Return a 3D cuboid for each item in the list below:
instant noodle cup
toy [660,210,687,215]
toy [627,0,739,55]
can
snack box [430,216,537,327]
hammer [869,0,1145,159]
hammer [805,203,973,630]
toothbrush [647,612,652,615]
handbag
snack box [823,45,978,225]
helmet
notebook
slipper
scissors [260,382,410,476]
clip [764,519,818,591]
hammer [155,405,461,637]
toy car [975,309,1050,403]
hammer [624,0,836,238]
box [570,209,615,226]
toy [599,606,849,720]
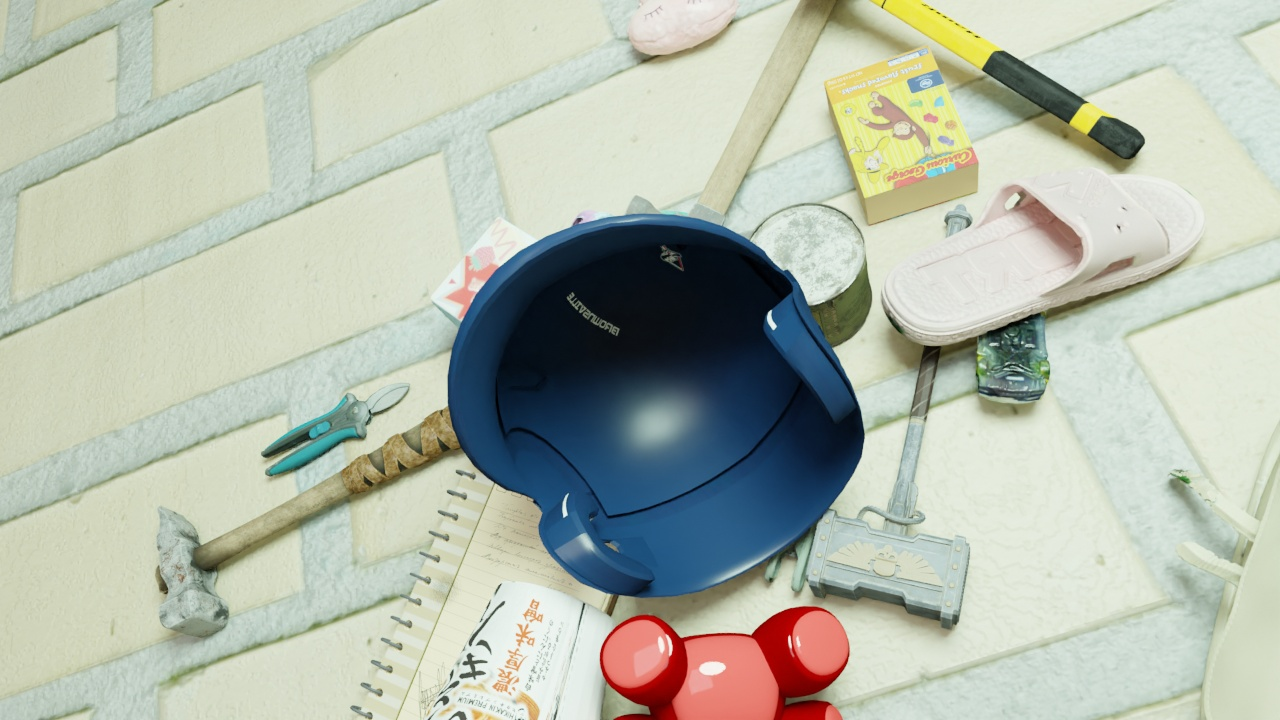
[{"bbox_3d":[-0.075,0.219,0.602,0.124,0.124,0.121,7,60,22],"label":"instant noodle cup"},{"bbox_3d":[0.014,-0.081,0.781,0.085,0.033,0.105,1,65,8],"label":"toy"},{"bbox_3d":[0.036,-0.340,0.886,0.108,0.053,0.105,-21,46,10],"label":"toy"},{"bbox_3d":[0.130,-0.063,0.706,0.090,0.074,0.089,-8,62,14],"label":"can"},{"bbox_3d":[-0.104,-0.050,0.777,0.093,0.079,0.094,34,81,29],"label":"snack box"},{"bbox_3d":[0.258,-0.257,0.739,0.324,0.169,0.034,42,127,20],"label":"hammer"},{"bbox_3d":[0.205,0.021,0.662,0.098,0.044,0.321,9,67,23],"label":"hammer"},{"bbox_3d":[0.019,0.251,0.630,0.022,0.015,0.154,-41,52,38],"label":"toothbrush"},{"bbox_3d":[0.353,0.112,0.494,0.132,0.184,0.229,17,89,28],"label":"handbag"},{"bbox_3d":[0.212,-0.185,0.753,0.088,0.040,0.125,-17,62,11],"label":"snack box"},{"bbox_3d":[-0.004,0.003,0.610,0.232,0.272,0.223,-43,49,12],"label":"helmet"},{"bbox_3d":[-0.111,0.198,0.696,0.167,0.024,0.225,14,71,23],"label":"notebook"},{"bbox_3d":[0.284,-0.086,0.647,0.239,0.064,0.094,-21,55,-5],"label":"slipper"},{"bbox_3d":[-0.271,0.064,0.819,0.136,0.019,0.137,7,67,19],"label":"scissors"},{"bbox_3d":[0.112,0.126,0.653,0.044,0.023,0.076,14,69,26],"label":"clip"},{"bbox_3d":[-0.274,0.115,0.782,0.319,0.049,0.121,-28,57,3],"label":"hammer"},{"bbox_3d":[0.266,-0.013,0.658,0.048,0.033,0.105,3,54,18],"label":"toy car"},{"bbox_3d":[0.108,-0.225,0.811,0.119,0.031,0.330,25,69,7],"label":"hammer"},{"bbox_3d":[-0.063,-0.014,0.727,0.033,0.076,0.214,29,89,48],"label":"box"},{"bbox_3d":[0.056,0.256,0.559,0.158,0.121,0.197,-1,67,-9],"label":"toy"}]
